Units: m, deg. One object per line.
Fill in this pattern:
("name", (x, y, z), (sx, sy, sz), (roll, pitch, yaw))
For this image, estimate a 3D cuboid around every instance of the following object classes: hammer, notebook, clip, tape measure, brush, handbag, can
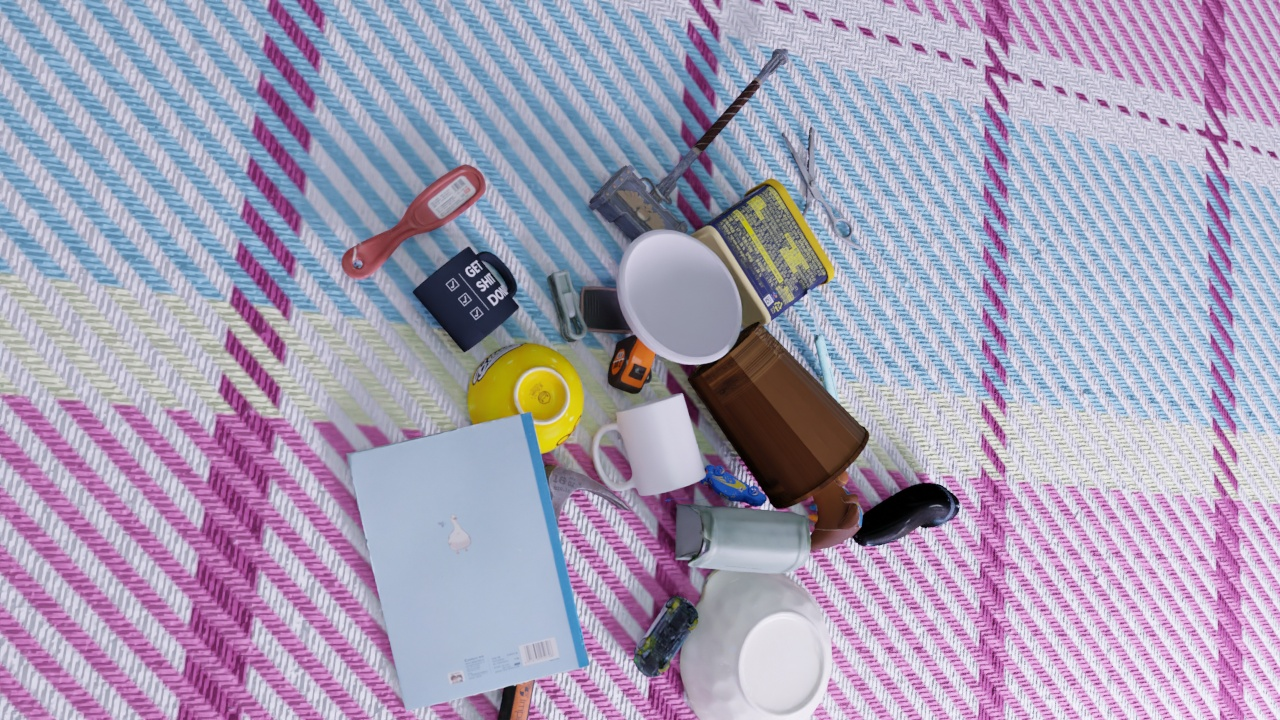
("hammer", (0.078, -0.255, 1.044), (0.098, 0.044, 0.321), (44, 70, -13))
("hammer", (-0.097, 0.263, 0.917), (0.137, 0.035, 0.314), (14, 79, -21))
("notebook", (-0.162, 0.191, 0.873), (0.181, 0.009, 0.253), (-12, 91, -3))
("clip", (-0.077, -0.057, 0.965), (0.023, 0.042, 0.076), (-16, 90, -22))
("tape measure", (-0.006, 0.006, 0.971), (0.038, 0.058, 0.058), (21, 72, -21))
("brush", (-0.225, -0.135, 0.909), (0.172, 0.030, 0.041), (-42, 101, -23))
("brush", (-0.001, -0.054, 1.004), (0.135, 0.015, 0.050), (2, 84, -23))
("handbag", (0.101, 0.187, 0.966), (0.121, 0.106, 0.067), (7, 79, -16))
("can", (0.135, -0.118, 1.038), (0.104, 0.075, 0.135), (-36, 98, -20))

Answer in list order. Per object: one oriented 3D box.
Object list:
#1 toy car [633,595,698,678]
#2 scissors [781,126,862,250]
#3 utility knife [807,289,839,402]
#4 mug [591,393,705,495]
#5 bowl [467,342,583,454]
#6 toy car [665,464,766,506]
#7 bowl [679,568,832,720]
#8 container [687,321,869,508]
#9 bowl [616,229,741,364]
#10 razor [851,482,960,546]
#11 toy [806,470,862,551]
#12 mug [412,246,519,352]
("toy car", (0.025, 0.291, 0.967), (0.038, 0.027, 0.089), (45, 69, -15))
("scissors", (0.220, -0.203, 1.116), (0.158, 0.014, 0.141), (24, 78, -19))
("utility knife", (0.207, -0.011, 1.053), (0.022, 0.015, 0.166), (-56, 135, -46))
("mug", (0.004, 0.093, 0.965), (0.110, 0.074, 0.090), (-16, 90, 2))
("bowl", (-0.109, 0.038, 0.919), (0.117, 0.068, 0.117), (3, 83, -23))
("toy car", (0.083, 0.151, 0.996), (0.092, 0.033, 0.061), (30, 70, 15))
("bowl", (0.140, 0.324, 0.996), (0.188, 0.060, 0.219), (-20, 91, -24))
("container", (0.143, 0.054, 0.997), (0.132, 0.132, 0.167), (-41, 94, -22))
("bowl", (0.033, -0.060, 0.953), (0.149, 0.043, 0.149), (13, 63, -28))
("razor", (0.313, 0.189, 1.094), (0.140, 0.053, 0.064), (-21, 125, -17))
("toy", (0.202, 0.172, 1.055), (0.103, 0.070, 0.090), (-25, 81, -1))
("mug", (-0.164, -0.069, 0.913), (0.077, 0.071, 0.104), (51, 42, -10))
